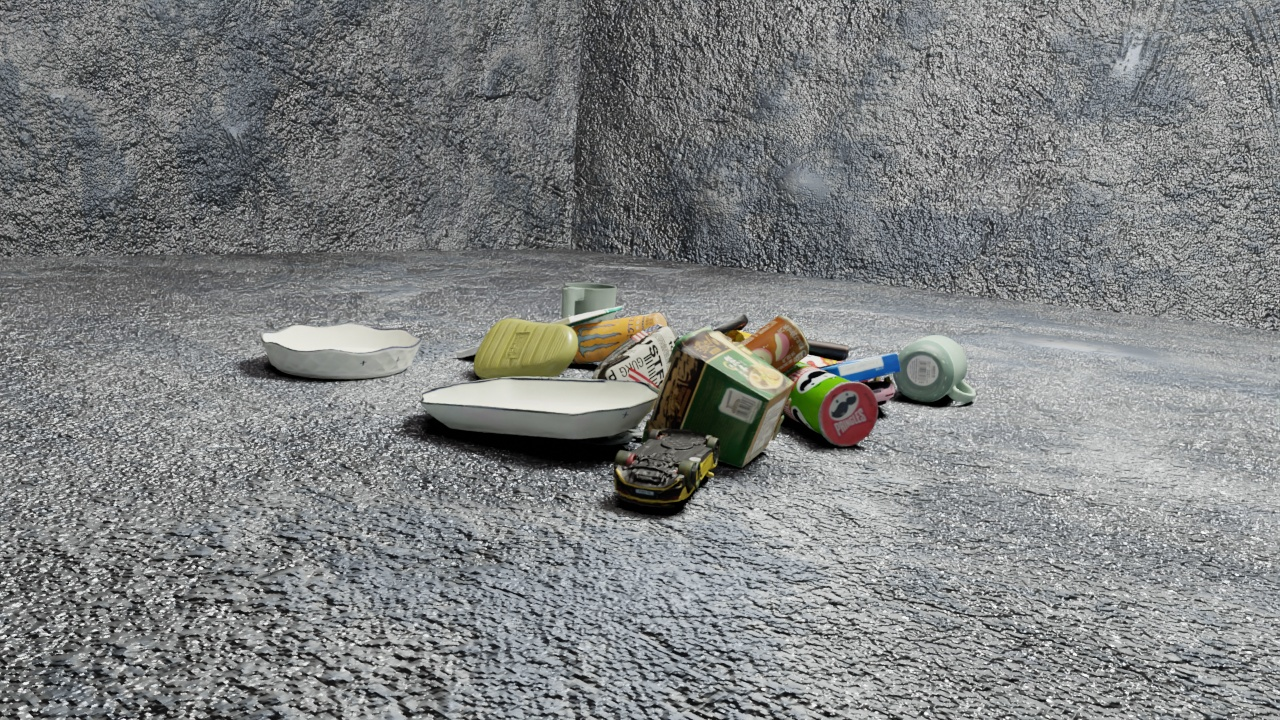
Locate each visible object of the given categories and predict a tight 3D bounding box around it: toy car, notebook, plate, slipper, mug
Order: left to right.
[{"bbox_3d":[-0.399,-0.013,1.232,0.205,0.045,0.204,4,10,-1],"label":"plate"},{"bbox_3d":[-0.141,0.000,1.192,0.191,0.091,0.081,1,-34,46],"label":"slipper"},{"bbox_3d":[-0.106,0.049,0.957,0.266,0.034,0.161,2,10,27],"label":"plate"},{"bbox_3d":[-0.148,-0.043,1.354,0.210,0.012,0.150,-16,1,30],"label":"notebook"},{"bbox_3d":[-0.092,-0.069,1.477,0.084,0.103,0.123,9,13,25],"label":"mug"},{"bbox_3d":[0.028,0.092,0.811,0.071,0.041,0.155,7,12,17],"label":"toy car"},{"bbox_3d":[0.293,0.042,1.185,0.056,0.037,0.122,-11,0,4],"label":"toy car"},{"bbox_3d":[0.408,0.020,1.261,0.112,0.082,0.106,41,24,17],"label":"mug"}]

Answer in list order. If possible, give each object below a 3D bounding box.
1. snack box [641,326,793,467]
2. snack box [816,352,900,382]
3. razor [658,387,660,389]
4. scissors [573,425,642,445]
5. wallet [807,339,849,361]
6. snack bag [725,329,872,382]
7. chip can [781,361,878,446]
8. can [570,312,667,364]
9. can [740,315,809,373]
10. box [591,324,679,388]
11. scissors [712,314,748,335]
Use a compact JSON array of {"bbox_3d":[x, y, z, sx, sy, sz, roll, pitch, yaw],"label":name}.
[{"bbox_3d":[0.083,0.042,0.917,0.106,0.118,0.117,26,22,21],"label":"snack box"},{"bbox_3d":[0.258,0.017,1.191,0.084,0.026,0.157,-12,-1,-17],"label":"snack box"},{"bbox_3d":[0.018,0.029,1.189,0.132,0.028,0.043,4,-23,-3],"label":"razor"},{"bbox_3d":[0.008,0.077,0.965,0.159,0.014,0.172,-4,14,-38],"label":"scissors"},{"bbox_3d":[0.206,-0.018,1.204,0.122,0.020,0.096,10,-4,4],"label":"wallet"},{"bbox_3d":[0.223,0.006,1.326,0.207,0.073,0.129,7,8,-21],"label":"snack bag"},{"bbox_3d":[0.189,0.037,1.086,0.072,0.072,0.236,0,10,-17],"label":"chip can"},{"bbox_3d":[-0.034,-0.031,1.329,0.146,0.058,0.058,-8,6,20],"label":"can"},{"bbox_3d":[0.121,0.010,1.053,0.147,0.058,0.058,-35,20,-9],"label":"can"},{"bbox_3d":[-0.014,0.003,1.133,0.079,0.074,0.163,4,27,37],"label":"box"},{"bbox_3d":[0.065,-0.013,1.343,0.220,0.021,0.224,-26,-1,-15],"label":"scissors"}]
